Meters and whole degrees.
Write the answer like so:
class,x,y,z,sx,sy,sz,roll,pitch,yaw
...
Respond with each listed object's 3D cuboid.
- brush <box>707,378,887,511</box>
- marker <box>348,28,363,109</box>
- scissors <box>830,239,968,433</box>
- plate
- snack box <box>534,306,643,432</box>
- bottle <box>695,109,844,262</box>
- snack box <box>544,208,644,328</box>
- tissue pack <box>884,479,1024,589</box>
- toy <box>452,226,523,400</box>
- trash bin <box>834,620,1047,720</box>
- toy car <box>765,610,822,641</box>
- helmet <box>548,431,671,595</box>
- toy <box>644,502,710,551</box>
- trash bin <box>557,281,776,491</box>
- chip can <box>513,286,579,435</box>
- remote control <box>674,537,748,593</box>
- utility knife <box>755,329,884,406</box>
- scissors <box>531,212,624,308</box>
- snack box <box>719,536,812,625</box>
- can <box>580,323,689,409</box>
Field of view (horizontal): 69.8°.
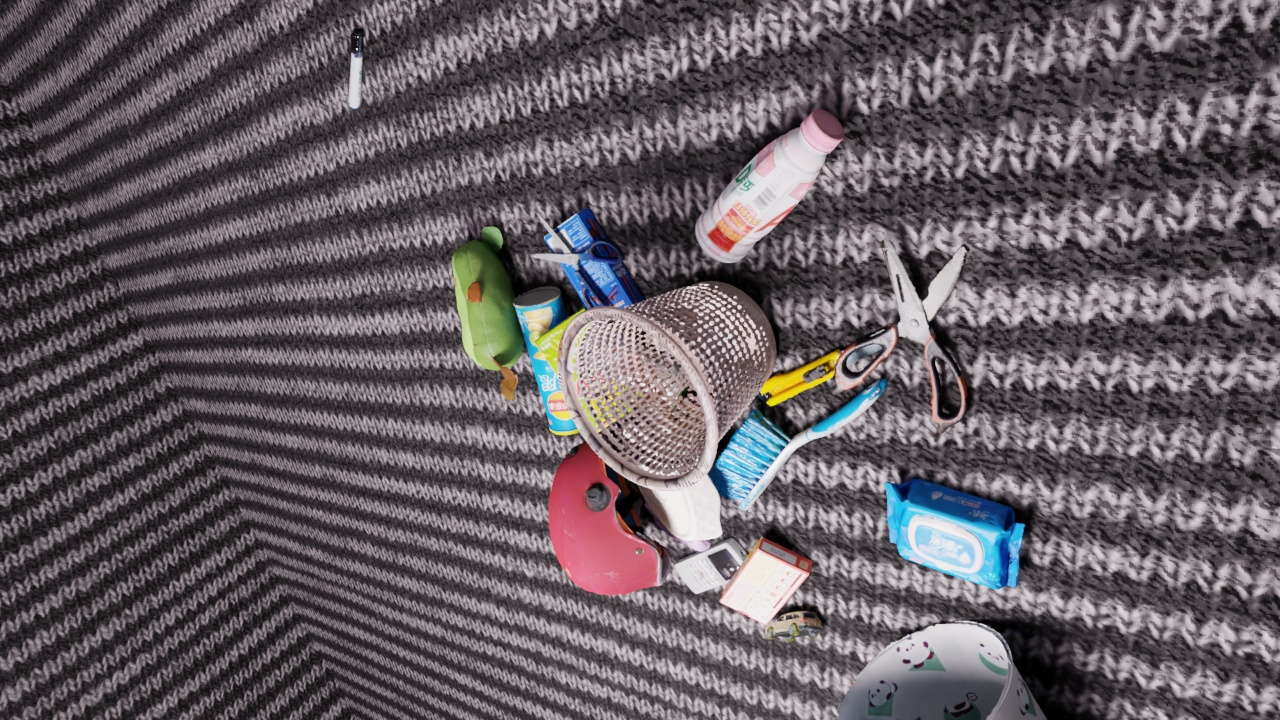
class,x,y,z,sx,sy,sz,roll,pitch,yaw
brush,0.179,0.093,1.122,0.109,0.060,0.315,38,136,10
marker,-0.421,-0.428,1.355,0.018,0.022,0.131,35,136,12
scissors,0.282,-0.020,0.947,0.189,0.015,0.227,39,128,2
plate,0.037,0.157,1.248,0.205,0.045,0.205,50,156,32
snack box,-0.068,0.013,1.272,0.156,0.086,0.026,56,-176,-9
bottle,0.134,-0.181,0.957,0.068,0.068,0.198,50,136,5
snack box,-0.059,-0.116,1.219,0.085,0.026,0.157,-24,99,50
tissue pack,0.345,0.193,1.026,0.157,0.052,0.095,16,127,37
toy,-0.219,-0.064,1.327,0.227,0.090,0.246,101,156,-78
trash bin,0.391,0.477,1.066,0.252,0.228,0.230,53,141,-8
toy car,0.214,0.376,1.293,0.042,0.035,0.091,18,149,-27
helmet,-0.062,0.230,1.318,0.240,0.144,0.207,65,-177,13
toy,0.057,0.243,1.346,0.108,0.039,0.084,31,168,27
trash bin,0.047,0.009,1.069,0.228,0.191,0.228,24,129,32
chip can,-0.123,0.002,1.332,0.071,0.071,0.210,10,123,40
remote control,0.108,0.307,1.363,0.058,0.021,0.150,52,141,1
utility knife,0.204,0.011,1.062,0.033,0.015,0.220,54,141,-2
scissors,-0.079,-0.126,1.200,0.176,0.012,0.162,-7,112,47
snack box,0.172,0.310,1.280,0.077,0.026,0.156,26,136,3
can,-0.007,0.007,1.211,0.147,0.058,0.058,28,135,10
